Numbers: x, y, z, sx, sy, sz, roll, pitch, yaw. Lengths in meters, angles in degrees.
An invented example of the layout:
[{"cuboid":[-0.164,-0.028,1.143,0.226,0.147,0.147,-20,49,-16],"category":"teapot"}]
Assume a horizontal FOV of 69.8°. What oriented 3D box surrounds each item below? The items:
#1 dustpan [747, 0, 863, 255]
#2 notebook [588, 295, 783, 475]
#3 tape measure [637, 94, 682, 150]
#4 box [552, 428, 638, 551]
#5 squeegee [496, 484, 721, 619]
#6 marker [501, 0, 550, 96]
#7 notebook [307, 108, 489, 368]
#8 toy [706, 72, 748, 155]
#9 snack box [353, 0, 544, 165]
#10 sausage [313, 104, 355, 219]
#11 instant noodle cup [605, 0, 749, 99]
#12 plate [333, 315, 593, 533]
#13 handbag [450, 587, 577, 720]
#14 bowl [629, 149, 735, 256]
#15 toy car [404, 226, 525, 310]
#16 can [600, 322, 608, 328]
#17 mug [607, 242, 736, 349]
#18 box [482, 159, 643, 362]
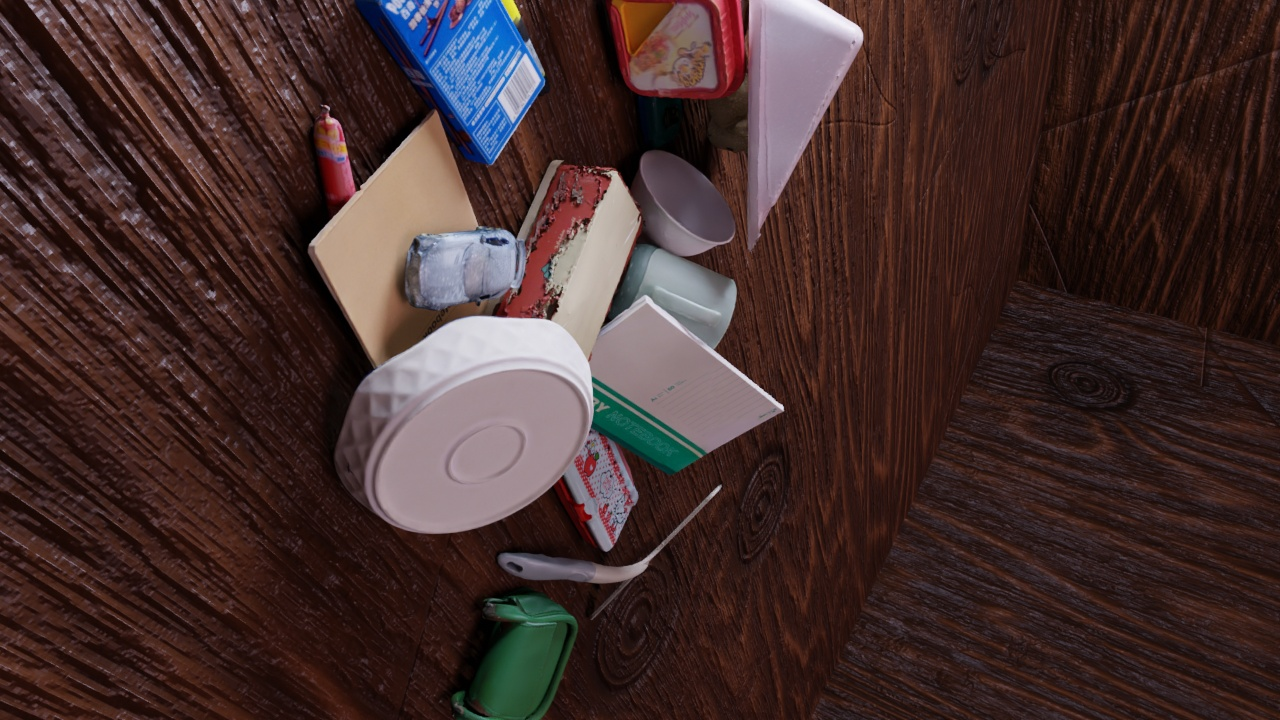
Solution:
[{"cuboid":[0.112,-0.267,0.873,0.274,0.139,0.222,-62,180,20],"category":"dustpan"},{"cuboid":[0.018,0.034,0.879,0.209,0.151,0.012,35,32,-36],"category":"notebook"},{"cuboid":[0.021,-0.237,0.881,0.054,0.025,0.058,-45,140,-42],"category":"tape measure"},{"cuboid":[-0.047,0.126,0.975,0.086,0.048,0.201,-55,148,-27],"category":"box"},{"cuboid":[-0.052,0.220,0.980,0.246,0.039,0.247,13,125,-49],"category":"squeegee"},{"cuboid":[-0.093,-0.243,0.688,0.018,0.015,0.124,-60,154,-17],"category":"marker"},{"cuboid":[-0.157,-0.054,0.672,0.208,0.008,0.147,78,34,-49],"category":"notebook"},{"cuboid":[0.085,-0.274,0.949,0.157,0.066,0.105,51,21,-55],"category":"toy"},{"cuboid":[-0.124,-0.217,0.632,0.084,0.026,0.157,-61,151,-17],"category":"snack box"},{"cuboid":[-0.192,-0.090,0.601,0.020,0.020,0.156,-42,141,-43],"category":"sausage"},{"cuboid":[0.044,-0.306,0.802,0.116,0.117,0.124,76,30,-47],"category":"instant noodle cup"},{"cuboid":[-0.124,0.058,0.698,0.204,0.045,0.205,-22,139,-20],"category":"plate"},{"cuboid":[-0.131,0.299,0.926,0.120,0.068,0.131,25,87,-55],"category":"handbag"},{"cuboid":[0.028,-0.141,0.901,0.065,0.118,0.118,-44,169,35],"category":"bowl"},{"cuboid":[-0.127,-0.068,0.677,0.120,0.037,0.054,-21,122,-61],"category":"toy car"},{"cuboid":[-0.006,0.005,0.941,0.111,0.075,0.075,13,96,-63],"category":"can"},{"cuboid":[0.029,-0.056,0.860,0.082,0.106,0.112,-66,-163,6],"category":"mug"},{"cuboid":[-0.055,-0.077,0.774,0.168,0.079,0.091,-70,154,-16],"category":"box"}]
